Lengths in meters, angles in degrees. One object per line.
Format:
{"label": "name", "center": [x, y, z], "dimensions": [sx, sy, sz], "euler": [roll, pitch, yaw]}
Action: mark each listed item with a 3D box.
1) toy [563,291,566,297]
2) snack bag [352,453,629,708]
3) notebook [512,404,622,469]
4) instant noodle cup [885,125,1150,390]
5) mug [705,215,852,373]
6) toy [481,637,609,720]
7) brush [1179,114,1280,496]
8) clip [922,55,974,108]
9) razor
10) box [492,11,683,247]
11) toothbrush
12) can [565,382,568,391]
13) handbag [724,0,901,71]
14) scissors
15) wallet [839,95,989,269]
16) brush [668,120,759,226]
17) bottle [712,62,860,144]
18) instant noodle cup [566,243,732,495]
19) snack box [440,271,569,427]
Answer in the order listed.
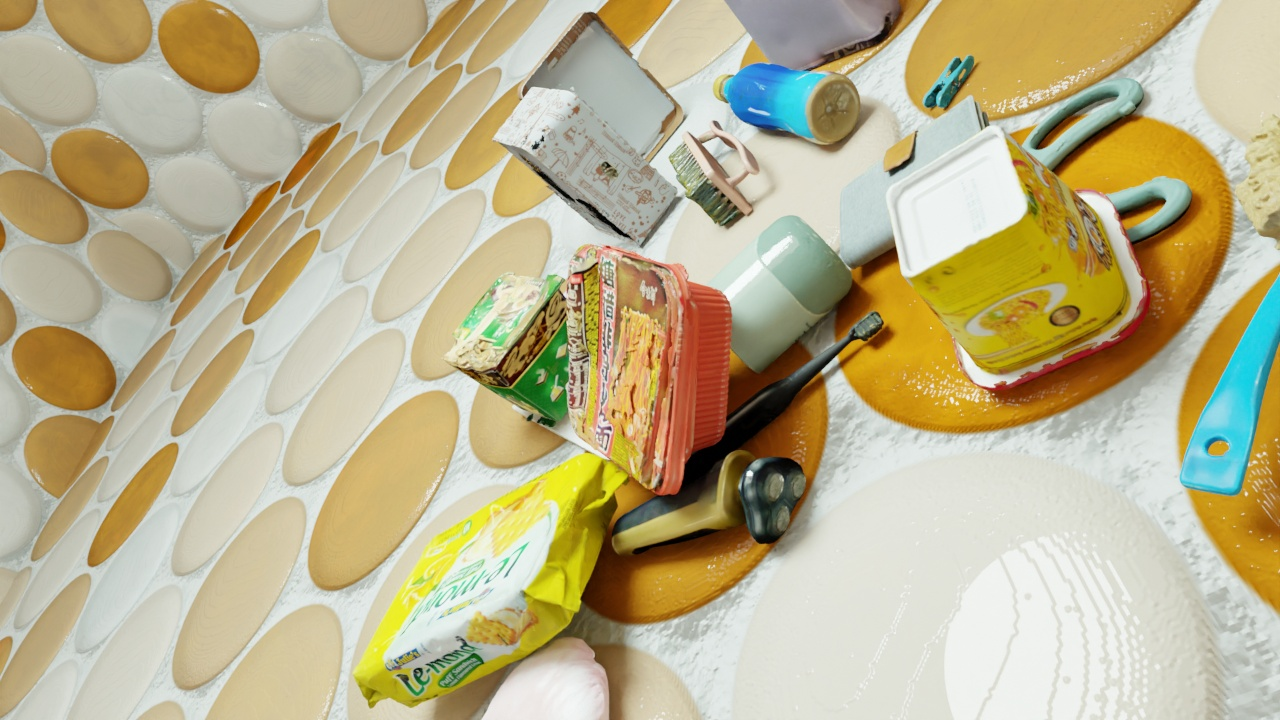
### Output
{"label": "toy", "center": [-0.042, -0.071, 0.945], "dimensions": [0.108, 0.039, 0.083], "euler": [-12, 34, 43]}
{"label": "snack bag", "center": [-0.114, 0.177, 0.728], "dimensions": [0.247, 0.068, 0.157], "euler": [-33, 20, 33]}
{"label": "notebook", "center": [-0.033, 0.013, 0.888], "dimensions": [0.150, 0.012, 0.209], "euler": [-54, 33, -11]}
{"label": "instant noodle cup", "center": [0.215, -0.062, 0.543], "dimensions": [0.116, 0.123, 0.116], "euler": [-30, 44, 35]}
{"label": "mug", "center": [0.107, -0.056, 0.737], "dimensions": [0.106, 0.082, 0.111], "euler": [-44, 1, 9]}
{"label": "toy", "center": [-0.084, 0.268, 0.639], "dimensions": [0.159, 0.054, 0.121], "euler": [-43, 25, -1]}
{"label": "brush", "center": [0.325, -0.041, 0.465], "dimensions": [0.083, 0.046, 0.254], "euler": [8, 57, 50]}
{"label": "clip", "center": [0.266, -0.239, 0.787], "dimensions": [0.057, 0.014, 0.045], "euler": [-56, 30, -8]}
{"label": "razor", "center": [0.042, 0.112, 0.662], "dimensions": [0.168, 0.062, 0.067], "euler": [-28, 68, 39]}
{"label": "box", "center": [-0.033, -0.257, 1.018], "dimensions": [0.197, 0.181, 0.157], "euler": [-52, 30, -4]}
{"label": "toothbrush", "center": [0.096, 0.034, 0.695], "dimensions": [0.213, 0.026, 0.027], "euler": [-40, 20, 14]}
{"label": "can", "center": [-0.005, 0.005, 0.799], "dimensions": [0.116, 0.058, 0.058], "euler": [-41, 33, 9]}
{"label": "handbag", "center": [0.153, -0.396, 0.918], "dimensions": [0.145, 0.197, 0.098], "euler": [11, 65, 54]}
{"label": "scissors", "center": [0.298, -0.134, 0.632], "dimensions": [0.170, 0.019, 0.181], "euler": [4, 61, 54]}
{"label": "wallet", "center": [0.211, -0.141, 0.716], "dimensions": [0.130, 0.037, 0.106], "euler": [-33, 34, 36]}
{"label": "brush", "center": [0.075, -0.199, 0.935], "dimensions": [0.073, 0.063, 0.145], "euler": [-43, 30, 17]}
{"label": "bottle", "center": [0.135, -0.266, 0.927], "dimensions": [0.065, 0.065, 0.218], "euler": [-49, 32, 0]}
{"label": "instant noodle cup", "center": [0.007, -0.001, 0.692], "dimensions": [0.189, 0.079, 0.164], "euler": [28, 119, 60]}
{"label": "snack box", "center": [-0.105, -0.009, 0.887], "dimensions": [0.118, 0.105, 0.117], "euler": [13, 62, 53]}
